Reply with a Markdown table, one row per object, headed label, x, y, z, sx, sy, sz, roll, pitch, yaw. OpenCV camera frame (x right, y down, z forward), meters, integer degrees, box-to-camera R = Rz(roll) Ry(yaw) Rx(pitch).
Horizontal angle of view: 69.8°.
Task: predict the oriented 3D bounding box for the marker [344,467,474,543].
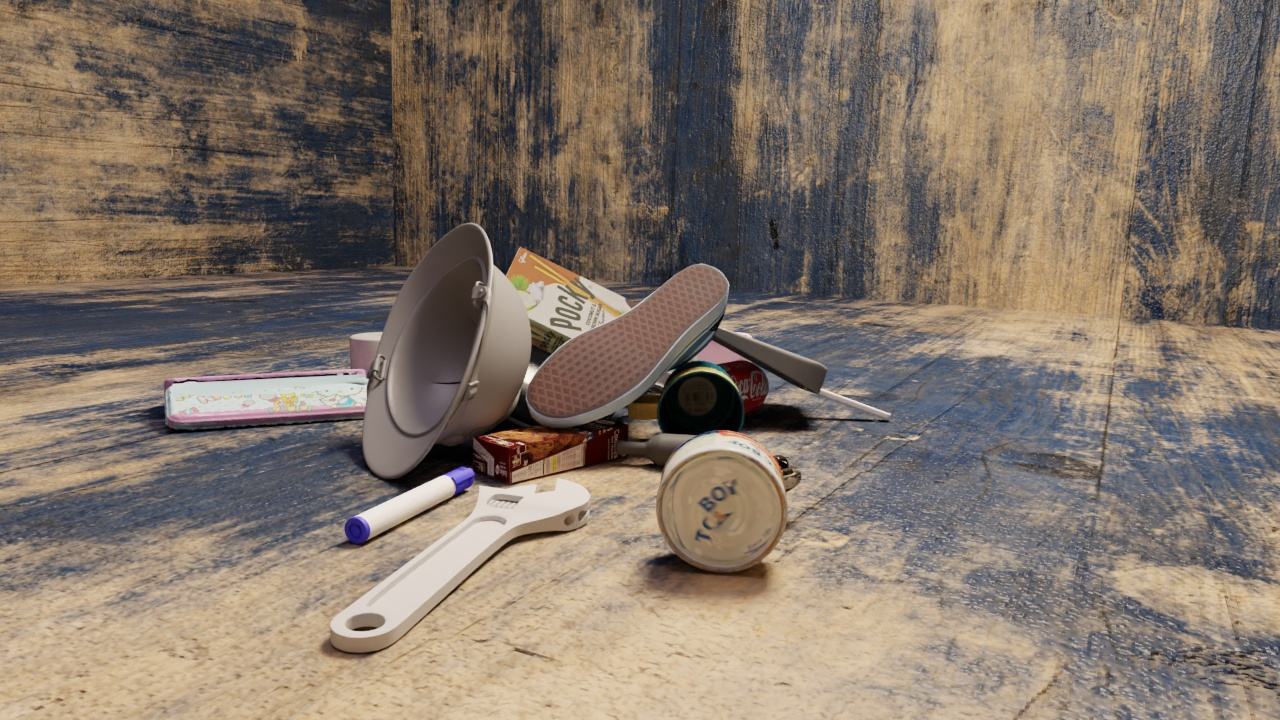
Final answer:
| label | x | y | z | sx | sy | sz | roll | pitch | yaw |
| --- | --- | --- | --- | --- | --- | --- | --- | --- | --- |
| marker | -0.168 | 0.105 | 0.687 | 0.020 | 0.020 | 0.141 | 5 | 10 | 19 |

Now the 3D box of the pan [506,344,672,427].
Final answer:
| label | x | y | z | sx | sy | sz | roll | pitch | yaw |
| --- | --- | --- | --- | --- | --- | --- | --- | --- | --- |
| pan | -0.030 | 0.012 | 1.029 | 0.356 | 0.055 | 0.187 | 7 | 47 | -27 |

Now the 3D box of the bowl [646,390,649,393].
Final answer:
| label | x | y | z | sx | sy | sz | roll | pitch | yaw |
| --- | --- | --- | --- | --- | --- | --- | --- | --- | --- |
| bowl | -0.023 | 0.014 | 1.151 | 0.121 | 0.056 | 0.121 | -3 | 30 | 1 |

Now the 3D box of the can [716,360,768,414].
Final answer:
| label | x | y | z | sx | sy | sz | roll | pitch | yaw |
| --- | --- | --- | --- | --- | --- | --- | --- | --- | --- |
| can | 0.098 | 0.035 | 1.045 | 0.064 | 0.064 | 0.104 | 9 | 12 | 38 |

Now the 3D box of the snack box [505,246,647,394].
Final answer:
| label | x | y | z | sx | sy | sz | roll | pitch | yaw |
| --- | --- | --- | --- | --- | --- | --- | --- | --- | --- |
| snack box | -0.064 | -0.043 | 0.990 | 0.186 | 0.032 | 0.100 | 25 | 41 | -9 |

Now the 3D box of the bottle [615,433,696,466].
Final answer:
| label | x | y | z | sx | sy | sz | roll | pitch | yaw |
| --- | --- | --- | --- | --- | --- | --- | --- | --- | --- |
| bottle | 0.034 | 0.083 | 0.839 | 0.113 | 0.030 | 0.030 | 3 | 9 | 5 |

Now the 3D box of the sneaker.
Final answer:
| label | x | y | z | sx | sy | sz | roll | pitch | yaw |
| --- | --- | --- | --- | --- | --- | --- | --- | --- | --- |
| sneaker | -0.005 | 0.005 | 0.901 | 0.240 | 0.098 | 0.083 | -36 | 64 | -25 |

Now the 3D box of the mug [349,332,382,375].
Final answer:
| label | x | y | z | sx | sy | sz | roll | pitch | yaw |
| --- | --- | --- | --- | --- | --- | --- | --- | --- | --- |
| mug | -0.312 | 0.004 | 1.142 | 0.113 | 0.070 | 0.084 | 7 | 10 | 40 |

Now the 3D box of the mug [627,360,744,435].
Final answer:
| label | x | y | z | sx | sy | sz | roll | pitch | yaw |
| --- | --- | --- | --- | --- | --- | --- | --- | --- | --- |
| mug | 0.044 | 0.044 | 0.924 | 0.113 | 0.083 | 0.107 | -2 | 9 | 3 |

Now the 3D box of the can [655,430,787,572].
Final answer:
| label | x | y | z | sx | sy | sz | roll | pitch | yaw |
| --- | --- | --- | --- | --- | --- | --- | --- | --- | --- |
| can | 0.053 | 0.092 | 0.603 | 0.086 | 0.086 | 0.043 | 3 | 11 | 7 |

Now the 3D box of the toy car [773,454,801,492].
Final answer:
| label | x | y | z | sx | sy | sz | roll | pitch | yaw |
| --- | --- | --- | --- | --- | --- | --- | --- | --- | --- |
| toy car | 0.075 | 0.100 | 0.725 | 0.048 | 0.040 | 0.113 | -6 | -6 | -41 |

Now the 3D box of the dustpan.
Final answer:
| label | x | y | z | sx | sy | sz | roll | pitch | yaw |
| --- | --- | --- | --- | --- | --- | --- | --- | --- | --- |
| dustpan | 0.172 | 0.010 | 1.065 | 0.257 | 0.033 | 0.163 | 20 | 1 | 0 |

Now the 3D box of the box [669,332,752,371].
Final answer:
| label | x | y | z | sx | sy | sz | roll | pitch | yaw |
| --- | --- | --- | --- | --- | --- | --- | --- | --- | --- |
| box | 0.058 | 0.001 | 1.228 | 0.202 | 0.087 | 0.102 | 4 | -3 | 19 |

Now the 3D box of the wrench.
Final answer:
| label | x | y | z | sx | sy | sz | roll | pitch | yaw |
| --- | --- | --- | --- | --- | --- | --- | --- | --- | --- |
| wrench | -0.104 | 0.124 | 0.598 | 0.087 | 0.018 | 0.272 | 6 | 11 | 13 |

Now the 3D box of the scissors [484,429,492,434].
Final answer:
| label | x | y | z | sx | sy | sz | roll | pitch | yaw |
| --- | --- | --- | --- | --- | --- | --- | --- | --- | --- |
| scissors | -0.199 | 0.000 | 1.018 | 0.147 | 0.015 | 0.209 | -7 | 47 | 17 |

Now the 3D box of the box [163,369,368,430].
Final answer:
| label | x | y | z | sx | sy | sz | roll | pitch | yaw |
| --- | --- | --- | --- | --- | --- | --- | --- | --- | --- |
| box | -0.404 | 0.037 | 1.008 | 0.213 | 0.049 | 0.150 | -3 | 14 | -28 |

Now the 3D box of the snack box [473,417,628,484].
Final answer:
| label | x | y | z | sx | sy | sz | roll | pitch | yaw |
| --- | --- | --- | --- | --- | --- | --- | --- | --- | --- |
| snack box | -0.079 | 0.079 | 0.834 | 0.051 | 0.032 | 0.140 | 10 | 12 | 43 |

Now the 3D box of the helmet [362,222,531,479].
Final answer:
| label | x | y | z | sx | sy | sz | roll | pitch | yaw |
| --- | --- | --- | --- | --- | --- | --- | --- | --- | --- |
| helmet | -0.159 | 0.005 | 0.861 | 0.184 | 0.270 | 0.117 | -30 | -45 | 34 |
